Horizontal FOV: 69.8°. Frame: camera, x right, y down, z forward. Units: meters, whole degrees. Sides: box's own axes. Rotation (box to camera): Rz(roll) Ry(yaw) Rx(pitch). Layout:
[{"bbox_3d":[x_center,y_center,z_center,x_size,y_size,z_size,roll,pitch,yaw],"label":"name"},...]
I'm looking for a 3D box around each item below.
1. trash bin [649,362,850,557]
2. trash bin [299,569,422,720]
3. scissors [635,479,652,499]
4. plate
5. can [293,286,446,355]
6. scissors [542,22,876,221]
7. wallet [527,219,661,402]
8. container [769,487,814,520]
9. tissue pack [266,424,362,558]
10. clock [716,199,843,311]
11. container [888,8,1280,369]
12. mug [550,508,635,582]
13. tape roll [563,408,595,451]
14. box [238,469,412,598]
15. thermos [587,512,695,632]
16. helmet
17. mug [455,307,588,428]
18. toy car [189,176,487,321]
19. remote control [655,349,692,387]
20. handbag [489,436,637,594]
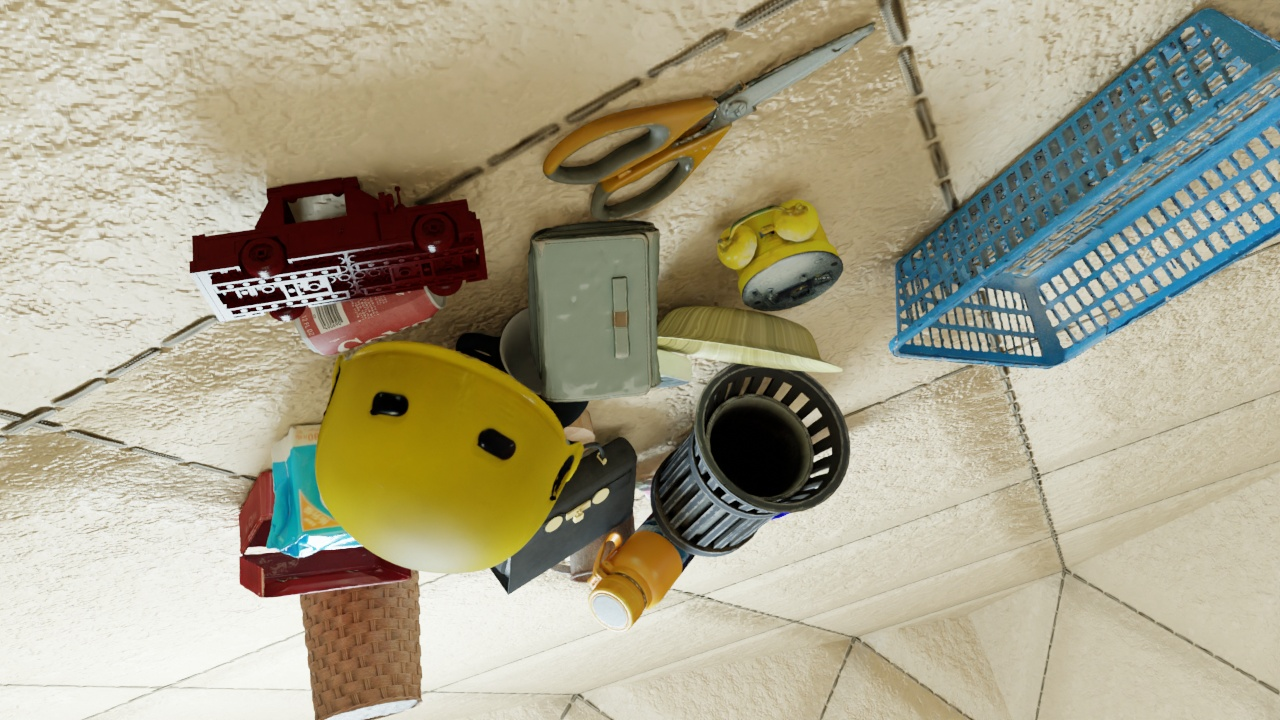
[{"bbox_3d":[0.105,0.122,1.015,0.164,0.164,0.228,-6,156,-19],"label":"trash bin"},{"bbox_3d":[-0.327,0.313,1.093,0.151,0.210,0.151,-12,154,-6],"label":"trash bin"},{"bbox_3d":[-0.002,0.172,1.212,0.178,0.016,0.101,-2,151,-25],"label":"scissors"},{"bbox_3d":[0.085,-0.022,0.797,0.184,0.036,0.184,9,177,0],"label":"plate"},{"bbox_3d":[-0.191,-0.042,0.648,0.096,0.054,0.054,-19,154,6],"label":"can"},{"bbox_3d":[0.041,-0.160,0.583,0.229,0.016,0.113,-29,151,24],"label":"scissors"},{"bbox_3d":[-0.031,-0.037,0.683,0.100,0.054,0.132,-10,111,-17],"label":"wallet"},{"bbox_3d":[0.167,0.164,1.206,0.114,0.084,0.085,-21,152,8],"label":"container"},{"bbox_3d":[-0.239,0.113,0.856,0.209,0.117,0.066,-5,149,-19],"label":"tissue pack"},{"bbox_3d":[0.109,-0.085,0.720,0.083,0.057,0.118,-23,153,17],"label":"clock"},{"bbox_3d":[0.397,-0.123,0.761,0.256,0.089,0.363,4,148,-33],"label":"container"},{"bbox_3d":[-0.065,0.227,1.176,0.123,0.110,0.096,-8,153,6],"label":"mug"},{"bbox_3d":[-0.096,0.078,0.962,0.094,0.027,0.094,-12,154,-6],"label":"tape roll"},{"bbox_3d":[-0.335,0.176,0.969,0.157,0.126,0.137,1,170,-35],"label":"box"},{"bbox_3d":[0.014,0.231,1.115,0.231,0.091,0.076,-40,139,-50],"label":"thermos"},{"bbox_3d":[-0.163,0.091,0.718,0.209,0.139,0.240,21,160,-4],"label":"helmet"},{"bbox_3d":[-0.097,0.006,0.772,0.121,0.085,0.095,18,152,-3],"label":"mug"},{"bbox_3d":[-0.187,-0.072,0.581,0.169,0.061,0.070,-10,153,-10],"label":"toy car"},{"bbox_3d":[-0.005,0.005,0.850,0.114,0.028,0.060,12,164,-43],"label":"remote control"},{"bbox_3d":[-0.082,0.144,0.999,0.175,0.072,0.196,-28,156,-29],"label":"handbag"}]
